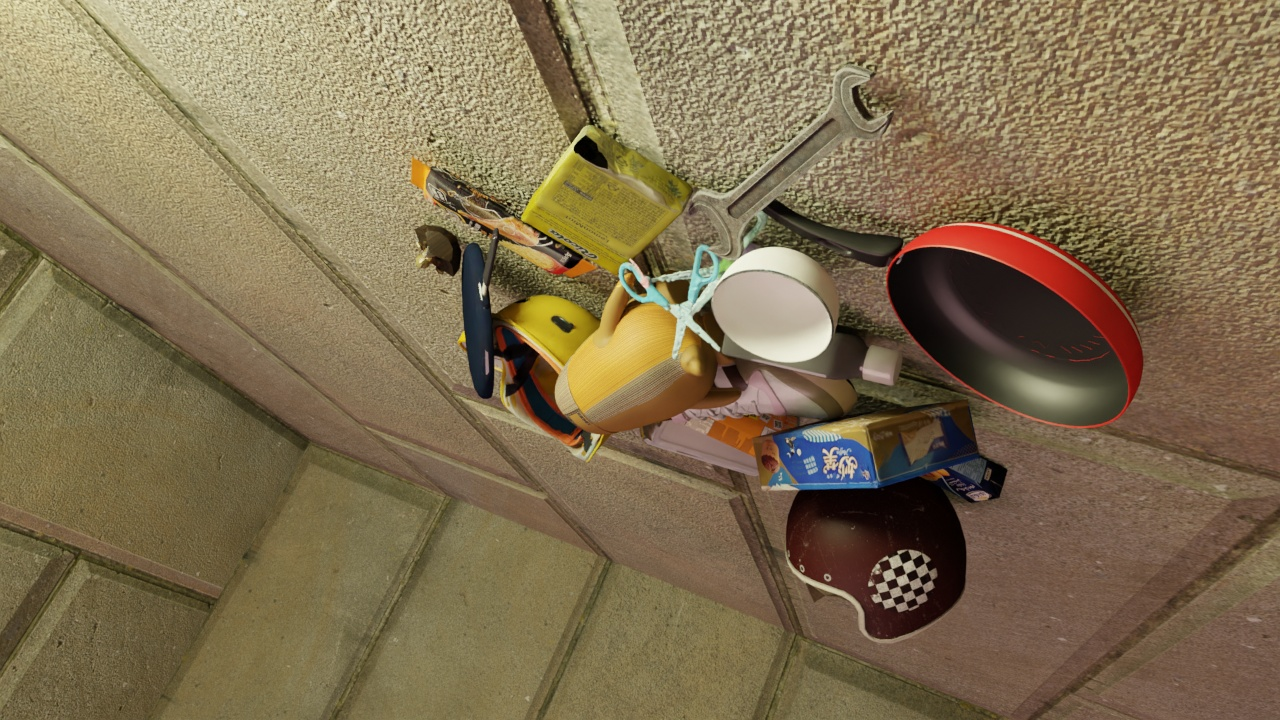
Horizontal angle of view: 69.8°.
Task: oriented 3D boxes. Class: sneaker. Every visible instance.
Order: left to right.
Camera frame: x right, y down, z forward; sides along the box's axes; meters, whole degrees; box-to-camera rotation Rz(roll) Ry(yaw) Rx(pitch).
[{"bbox_3d":[0.105,0.038,1.102,0.294,0.116,0.112,15,158,25],"label":"sneaker"}]

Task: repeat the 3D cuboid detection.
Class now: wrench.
[{"bbox_3d":[0.110,-0.150,0.740,0.070,0.010,0.274,51,153,-3],"label":"wrench"}]

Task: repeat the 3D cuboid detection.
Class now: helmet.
[{"bbox_3d":[-0.095,-0.001,1.214,0.209,0.139,0.240,29,146,35],"label":"helmet"},{"bbox_3d":[0.306,0.248,1.214,0.234,0.233,0.253,-21,108,12],"label":"helmet"}]

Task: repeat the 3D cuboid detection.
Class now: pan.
[{"bbox_3d":[-0.191,-0.075,1.095,0.021,0.198,0.357,-5,163,-16],"label":"pan"},{"bbox_3d":[0.239,-0.069,0.757,0.356,0.067,0.209,37,166,16],"label":"pan"}]

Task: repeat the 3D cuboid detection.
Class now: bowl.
[{"bbox_3d":[0.127,-0.058,0.832,0.113,0.063,0.114,18,142,14],"label":"bowl"}]

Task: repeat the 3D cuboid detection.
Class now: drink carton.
[{"bbox_3d":[0.375,0.128,1.123,0.130,0.040,0.064,27,161,-5],"label":"drink carton"}]

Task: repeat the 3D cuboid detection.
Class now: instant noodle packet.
[{"bbox_3d":[-0.158,-0.154,1.030,0.220,0.032,0.160,30,174,-13],"label":"instant noodle packet"}]

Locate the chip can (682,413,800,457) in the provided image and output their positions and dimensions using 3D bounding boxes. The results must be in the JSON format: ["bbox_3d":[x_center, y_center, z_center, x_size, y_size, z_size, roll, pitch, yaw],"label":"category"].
[{"bbox_3d":[0.101,0.066,1.238,0.215,0.075,0.075,25,160,1],"label":"chip can"}]

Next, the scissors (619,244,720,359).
[{"bbox_3d":[0.039,-0.067,0.907,0.135,0.015,0.136,41,131,9],"label":"scissors"}]

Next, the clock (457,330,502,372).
[{"bbox_3d":[-0.229,-0.021,1.445,0.113,0.052,0.152,30,163,-13],"label":"clock"}]

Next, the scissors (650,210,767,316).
[{"bbox_3d":[0.087,-0.081,0.893,0.139,0.028,0.171,34,143,-6],"label":"scissors"}]

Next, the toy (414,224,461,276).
[{"bbox_3d":[-0.264,-0.139,1.186,0.076,0.062,0.100,52,166,-7],"label":"toy"}]

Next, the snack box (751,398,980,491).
[{"bbox_3d":[0.249,0.099,1.042,0.154,0.069,0.203,-11,177,-28],"label":"snack box"}]

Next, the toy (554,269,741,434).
[{"bbox_3d":[-0.006,0.006,1.045,0.204,0.162,0.198,-32,117,28],"label":"toy"}]

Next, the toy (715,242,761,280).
[{"bbox_3d":[0.121,-0.080,0.911,0.099,0.036,0.080,27,149,-4],"label":"toy"}]

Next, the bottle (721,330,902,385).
[{"bbox_3d":[0.181,-0.011,0.953,0.174,0.046,0.083,14,-173,26],"label":"bottle"}]

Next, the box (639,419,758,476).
[{"bbox_3d":[0.106,0.108,1.337,0.209,0.079,0.080,18,129,-22],"label":"box"}]

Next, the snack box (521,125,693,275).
[{"bbox_3d":[-0.035,-0.155,0.896,0.121,0.045,0.181,29,157,-13],"label":"snack box"}]
